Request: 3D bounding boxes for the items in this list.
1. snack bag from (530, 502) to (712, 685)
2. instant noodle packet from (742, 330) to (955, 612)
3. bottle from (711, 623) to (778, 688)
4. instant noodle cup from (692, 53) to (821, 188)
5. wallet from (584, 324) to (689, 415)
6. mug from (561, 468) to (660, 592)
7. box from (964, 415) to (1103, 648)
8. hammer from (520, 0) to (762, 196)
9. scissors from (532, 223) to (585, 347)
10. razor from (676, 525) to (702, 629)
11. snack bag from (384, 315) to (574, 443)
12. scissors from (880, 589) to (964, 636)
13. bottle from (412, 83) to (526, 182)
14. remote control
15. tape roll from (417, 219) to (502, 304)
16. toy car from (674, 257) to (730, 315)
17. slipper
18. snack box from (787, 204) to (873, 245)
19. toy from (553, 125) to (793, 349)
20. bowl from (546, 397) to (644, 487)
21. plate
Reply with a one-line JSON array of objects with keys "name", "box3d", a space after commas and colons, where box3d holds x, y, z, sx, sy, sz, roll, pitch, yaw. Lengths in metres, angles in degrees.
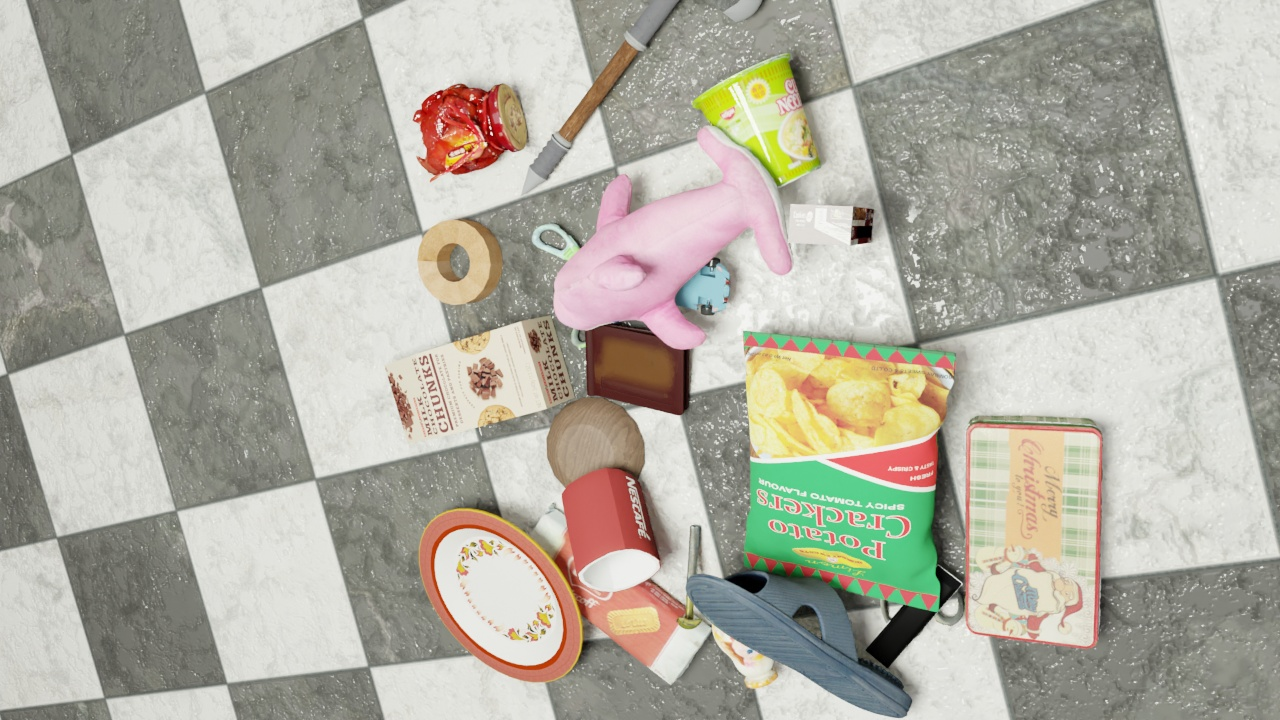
[{"name": "snack bag", "box3d": [-0.032, 0.256, 1.008, 0.225, 0.041, 0.078, 34, 110, 12]}, {"name": "instant noodle packet", "box3d": [0.188, 0.103, 0.864, 0.196, 0.090, 0.253, 8, 110, 29]}, {"name": "bottle", "box3d": [0.108, 0.279, 0.944, 0.063, 0.063, 0.108, -20, 91, 23]}, {"name": "instant noodle cup", "box3d": [0.115, -0.214, 0.854, 0.099, 0.098, 0.108, -24, 97, 23]}, {"name": "wallet", "box3d": [-0.006, 0.006, 0.959, 0.116, 0.018, 0.092, 10, 118, 21]}, {"name": "mug", "box3d": [-0.023, 0.182, 0.960, 0.081, 0.116, 0.096, -31, 48, 18]}, {"name": "box", "box3d": [0.355, 0.154, 0.836, 0.118, 0.050, 0.205, 2, 98, 20]}, {"name": "hammer", "box3d": [-0.028, -0.290, 0.925, 0.156, 0.043, 0.323, 46, 113, 9]}, {"name": "scissors", "box3d": [-0.050, -0.093, 0.964, 0.172, 0.021, 0.172, 30, 113, 28]}, {"name": "razor", "box3d": [0.054, 0.225, 0.959, 0.026, 0.042, 0.105, 4, 70, 3]}, {"name": "snack bag", "box3d": [-0.189, 0.025, 1.017, 0.207, 0.069, 0.094, -15, 92, 23]}, {"name": "scissors", "box3d": [0.260, 0.190, 0.898, 0.133, 0.012, 0.169, 4, 99, 26]}, {"name": "bottle", "box3d": [-0.184, -0.238, 0.958, 0.111, 0.098, 0.099, -10, 94, 16]}, {"name": "remote control", "box3d": [0.263, 0.251, 0.890, 0.028, 0.011, 0.124, 38, 116, 17]}, {"name": "tape roll", "box3d": [-0.202, -0.110, 1.023, 0.094, 0.027, 0.094, 3, 99, 21]}, {"name": "toy car", "box3d": [0.048, -0.081, 0.926, 0.108, 0.027, 0.060, 15, 110, 32]}, {"name": "slipper", "box3d": [0.165, 0.254, 0.884, 0.263, 0.082, 0.101, 35, 154, -16]}, {"name": "snack box", "box3d": [0.172, -0.120, 0.815, 0.051, 0.140, 0.032, 6, 100, 20]}, {"name": "toy", "box3d": [0.006, -0.096, 0.852, 0.266, 0.127, 0.186, -30, 85, 29]}, {"name": "bowl", "box3d": [-0.055, 0.100, 0.997, 0.118, 0.030, 0.118, 3, 99, 21]}, {"name": "plate", "box3d": [-0.158, 0.265, 1.043, 0.230, 0.021, 0.230, 14, 119, 27]}]
